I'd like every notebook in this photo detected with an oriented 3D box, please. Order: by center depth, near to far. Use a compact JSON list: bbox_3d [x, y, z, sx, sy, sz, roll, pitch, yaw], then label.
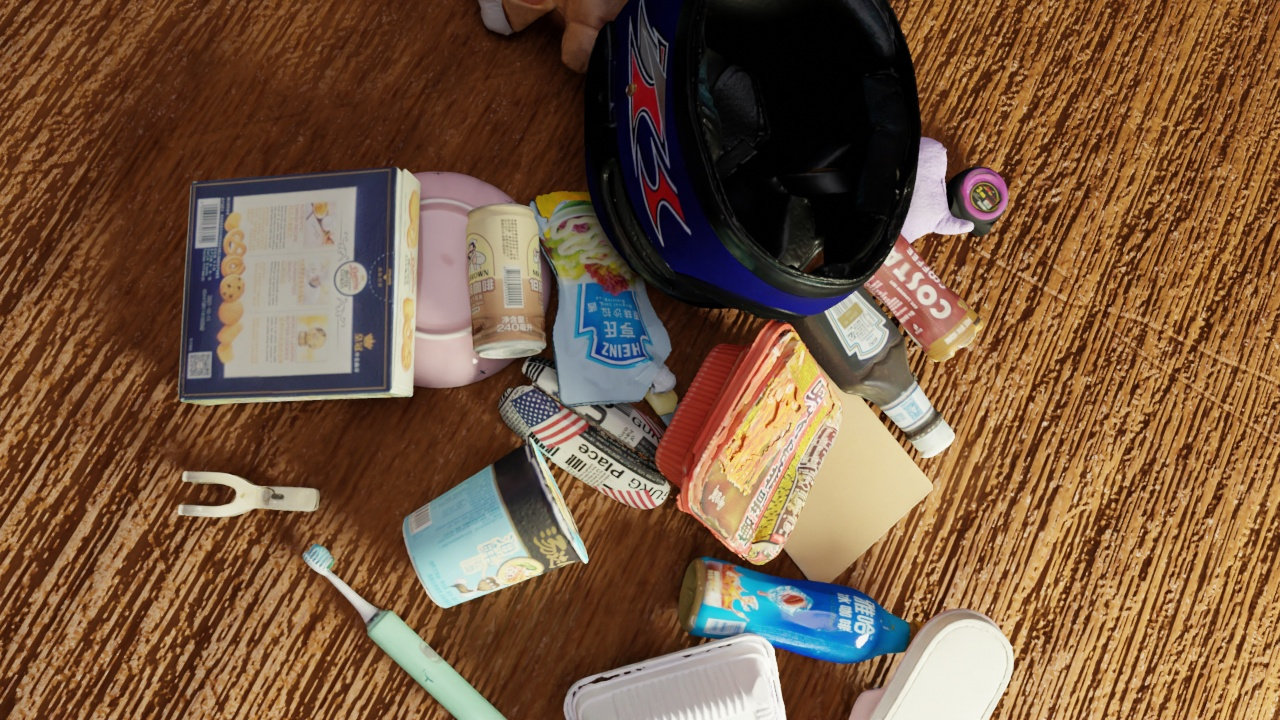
[{"bbox_3d":[0.147,0.080,0.825,0.147,0.008,0.207,-39,89,-12],"label":"notebook"}]

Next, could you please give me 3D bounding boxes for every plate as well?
[{"bbox_3d":[-0.171,-0.074,0.778,0.192,0.039,0.192,2,81,-10],"label":"plate"}]

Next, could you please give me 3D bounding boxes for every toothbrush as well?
[{"bbox_3d":[-0.187,0.230,0.736,0.224,0.026,0.027,44,98,-1],"label":"toothbrush"}]

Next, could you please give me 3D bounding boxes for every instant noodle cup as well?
[{"bbox_3d":[0.037,0.302,0.718,0.173,0.060,0.138,-14,106,-8],"label":"instant noodle cup"},{"bbox_3d":[-0.118,0.137,0.728,0.120,0.111,0.111,-26,86,-5],"label":"instant noodle cup"},{"bbox_3d":[0.085,0.064,0.743,0.079,0.189,0.164,21,74,36],"label":"instant noodle cup"}]

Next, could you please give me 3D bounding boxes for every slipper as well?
[{"bbox_3d":[0.218,0.329,0.764,0.114,0.054,0.274,23,94,-7],"label":"slipper"}]

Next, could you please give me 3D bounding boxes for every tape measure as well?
[{"bbox_3d":[0.317,-0.153,0.874,0.057,0.039,0.058,29,83,-5],"label":"tape measure"}]

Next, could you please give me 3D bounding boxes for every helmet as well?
[{"bbox_3d":[0.071,-0.159,0.724,0.247,0.241,0.314,14,68,-20],"label":"helmet"}]

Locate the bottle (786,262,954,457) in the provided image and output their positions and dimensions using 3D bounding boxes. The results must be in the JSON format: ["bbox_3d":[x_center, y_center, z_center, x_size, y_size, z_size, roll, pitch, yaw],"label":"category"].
[{"bbox_3d":[0.209,0.002,0.828,0.079,0.044,0.195,-40,91,-26],"label":"bottle"}]

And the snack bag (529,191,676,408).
[{"bbox_3d":[-0.032,-0.053,0.776,0.110,0.039,0.190,2,66,-37],"label":"snack bag"}]

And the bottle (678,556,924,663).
[{"bbox_3d":[0.144,0.217,0.774,0.218,0.065,0.065,13,79,-8],"label":"bottle"}]

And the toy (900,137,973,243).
[{"bbox_3d":[0.261,-0.161,0.859,0.084,0.039,0.108,-10,75,25],"label":"toy"}]

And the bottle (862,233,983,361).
[{"bbox_3d":[0.232,-0.079,0.838,0.057,0.057,0.175,-44,91,-13],"label":"bottle"}]

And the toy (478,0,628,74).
[{"bbox_3d":[-0.087,-0.333,0.803,0.199,0.139,0.131,40,118,0],"label":"toy"}]

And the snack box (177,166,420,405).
[{"bbox_3d":[-0.270,-0.057,0.729,0.182,0.046,0.177,-2,81,9],"label":"snack box"}]

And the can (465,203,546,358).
[{"bbox_3d":[-0.108,-0.063,0.736,0.058,0.058,0.116,-4,82,-10],"label":"can"}]

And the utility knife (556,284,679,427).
[{"bbox_3d":[-0.005,0.005,0.804,0.031,0.021,0.198,-37,81,-12],"label":"utility knife"}]

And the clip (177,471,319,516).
[{"bbox_3d":[-0.314,0.109,0.738,0.104,0.082,0.034,6,78,-29],"label":"clip"}]

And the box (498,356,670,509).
[{"bbox_3d":[-0.045,0.068,0.772,0.163,0.076,0.087,35,97,-6],"label":"box"}]
